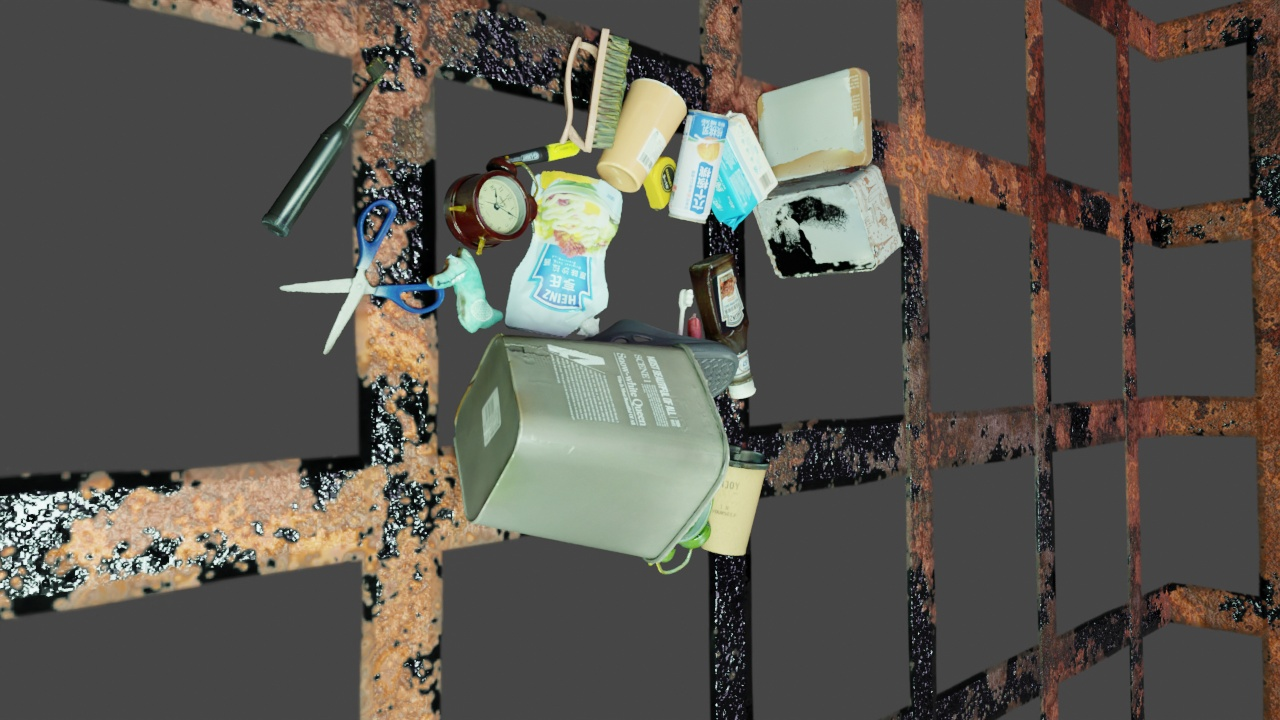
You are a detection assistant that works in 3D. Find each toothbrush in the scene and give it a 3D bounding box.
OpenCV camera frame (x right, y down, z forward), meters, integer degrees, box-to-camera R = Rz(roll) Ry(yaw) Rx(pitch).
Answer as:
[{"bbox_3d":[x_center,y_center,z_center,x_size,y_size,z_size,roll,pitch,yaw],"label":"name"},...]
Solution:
[{"bbox_3d":[0.051,-0.006,1.202,0.016,0.016,0.180,14,79,-39],"label":"toothbrush"},{"bbox_3d":[-0.297,-0.210,0.882,0.027,0.026,0.212,47,58,-45],"label":"toothbrush"}]

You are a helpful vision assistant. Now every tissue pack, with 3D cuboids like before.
[{"bbox_3d":[0.120,-0.258,1.240,0.089,0.063,0.140,-46,117,-31],"label":"tissue pack"}]

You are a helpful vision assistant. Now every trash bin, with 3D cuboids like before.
[{"bbox_3d":[-0.060,0.082,0.950,0.219,0.199,0.198,12,39,-29],"label":"trash bin"}]

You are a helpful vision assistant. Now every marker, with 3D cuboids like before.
[{"bbox_3d":[-0.118,-0.236,1.054,0.123,0.015,0.018,-24,101,-41],"label":"marker"}]

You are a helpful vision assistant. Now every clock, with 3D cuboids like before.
[{"bbox_3d":[0.039,0.190,1.153,0.115,0.056,0.161,-14,107,-41],"label":"clock"},{"bbox_3d":[-0.156,-0.170,0.990,0.121,0.055,0.082,-48,119,-35],"label":"clock"}]

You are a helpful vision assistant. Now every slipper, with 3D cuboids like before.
[{"bbox_3d":[-0.007,0.006,1.108,0.267,0.083,0.111,-3,133,-32],"label":"slipper"}]

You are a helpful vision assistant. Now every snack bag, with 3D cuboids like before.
[{"bbox_3d":[-0.085,-0.118,1.046,0.110,0.039,0.190,13,76,-16],"label":"snack bag"}]

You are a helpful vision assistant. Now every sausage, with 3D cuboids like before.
[{"bbox_3d":[0.072,0.015,1.220,0.020,0.020,0.156,2,88,-43],"label":"sausage"}]

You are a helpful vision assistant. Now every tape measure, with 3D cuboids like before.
[{"bbox_3d":[0.023,-0.232,1.174,0.057,0.029,0.060,-53,139,-34],"label":"tape measure"}]

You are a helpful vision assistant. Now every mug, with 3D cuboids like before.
[{"bbox_3d":[-0.002,-0.272,1.125,0.078,0.078,0.122,37,69,-36],"label":"mug"}]

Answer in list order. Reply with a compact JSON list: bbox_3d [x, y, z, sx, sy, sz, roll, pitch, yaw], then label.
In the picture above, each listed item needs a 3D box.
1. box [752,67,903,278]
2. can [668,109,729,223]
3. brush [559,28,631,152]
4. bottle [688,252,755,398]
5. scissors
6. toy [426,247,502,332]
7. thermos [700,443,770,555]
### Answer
[{"bbox_3d":[0.249,-0.255,1.284,0.106,0.178,0.272,-22,105,-42],"label":"box"},{"bbox_3d":[0.073,-0.244,1.157,0.053,0.053,0.135,1,106,-43],"label":"can"},{"bbox_3d":[-0.056,-0.312,1.079,0.073,0.063,0.145,10,75,-8],"label":"brush"},{"bbox_3d":[0.118,-0.044,1.247,0.079,0.044,0.195,-30,110,-47],"label":"bottle"},{"bbox_3d":[-0.270,-0.082,0.913,0.175,0.012,0.162,8,85,-41],"label":"scissors"},{"bbox_3d":[-0.187,-0.073,0.973,0.096,0.030,0.092,-31,107,-59],"label":"toy"},{"bbox_3d":[0.119,0.181,1.216,0.093,0.093,0.143,7,91,-42],"label":"thermos"}]
